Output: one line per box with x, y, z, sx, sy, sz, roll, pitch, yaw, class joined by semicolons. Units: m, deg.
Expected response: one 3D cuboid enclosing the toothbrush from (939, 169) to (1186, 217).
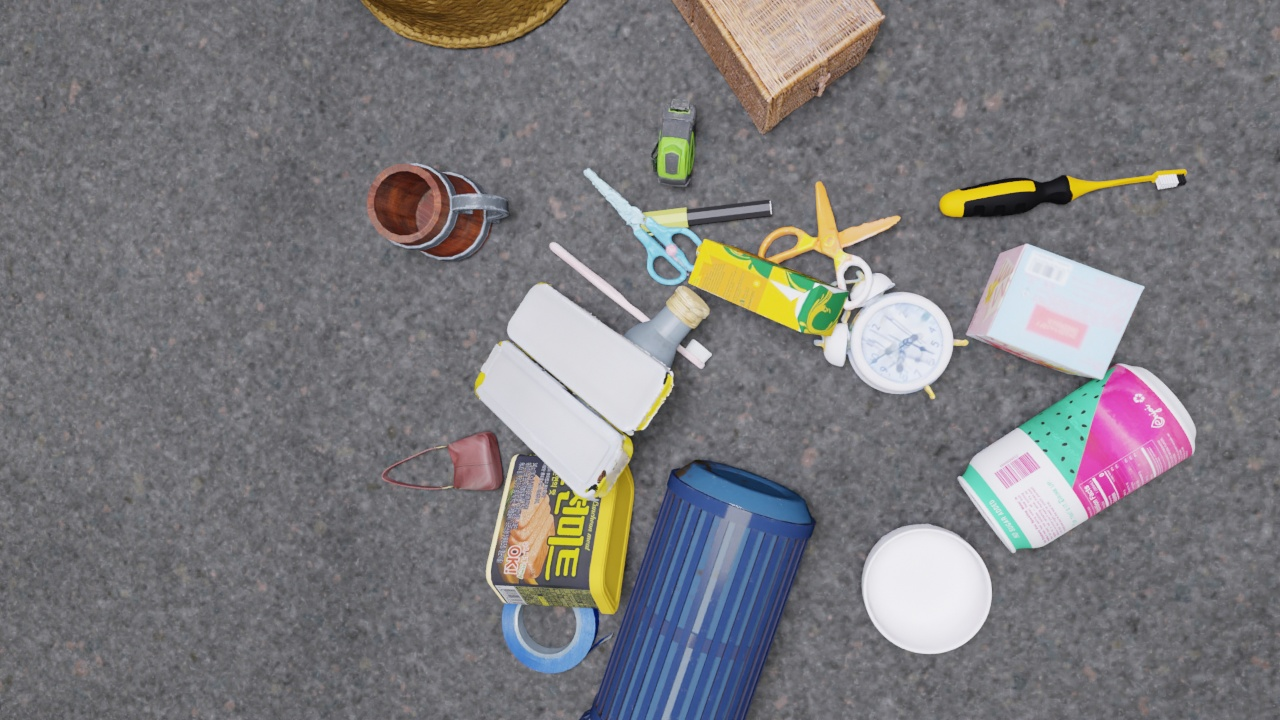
0.350;-0.142;0.763;0.197;0.031;0.030;-7;66;6;toothbrush

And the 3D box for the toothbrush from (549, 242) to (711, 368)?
-0.011;-0.054;0.836;0.181;0.015;0.018;38;91;6;toothbrush

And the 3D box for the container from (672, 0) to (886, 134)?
0.098;-0.303;0.756;0.113;0.113;0.198;-33;88;5;container

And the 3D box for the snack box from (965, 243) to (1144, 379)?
0.327;-0.038;0.736;0.093;0.094;0.079;22;96;8;snack box

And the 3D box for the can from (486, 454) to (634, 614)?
-0.067;0.148;0.801;0.101;0.073;0.130;0;54;12;can

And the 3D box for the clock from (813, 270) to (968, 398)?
0.207;-0.022;0.782;0.125;0.052;0.089;30;97;11;clock

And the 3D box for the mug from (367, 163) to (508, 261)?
-0.169;-0.132;0.811;0.117;0.111;0.081;0;92;10;mug

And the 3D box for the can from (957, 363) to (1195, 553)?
0.349;0.080;0.741;0.166;0.088;0.088;-36;86;9;can

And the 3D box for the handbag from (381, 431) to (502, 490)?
-0.191;0.103;0.871;0.120;0.029;0.055;-10;88;16;handbag

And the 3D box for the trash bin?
0.051;0.218;0.776;0.139;0.139;0.249;19;94;9;trash bin

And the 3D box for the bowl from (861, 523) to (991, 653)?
0.240;0.190;0.783;0.105;0.054;0.105;0;91;8;bowl

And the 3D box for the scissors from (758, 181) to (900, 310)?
0.162;-0.098;0.786;0.125;0.011;0.128;-19;67;22;scissors

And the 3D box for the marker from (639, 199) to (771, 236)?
0.055;-0.127;0.819;0.124;0.017;0.021;-5;92;10;marker

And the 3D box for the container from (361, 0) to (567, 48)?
-0.179;-0.440;0.759;0.307;0.196;0.307;1;93;12;container

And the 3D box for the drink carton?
0.104;-0.063;0.770;0.122;0.058;0.041;28;104;33;drink carton

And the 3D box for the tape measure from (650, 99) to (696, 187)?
0.028;-0.183;0.798;0.036;0.066;0.058;8;70;6;tape measure

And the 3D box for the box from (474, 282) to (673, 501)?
-0.064;0.019;0.786;0.209;0.023;0.127;36;99;45;box

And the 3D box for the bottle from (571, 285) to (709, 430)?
-0.005;0.005;0.798;0.046;0.072;0.161;39;106;-12;bottle

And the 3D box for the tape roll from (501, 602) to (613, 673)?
-0.084;0.244;0.860;0.091;0.016;0.093;-35;86;10;tape roll

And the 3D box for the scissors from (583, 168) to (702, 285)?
0.000;-0.121;0.814;0.137;0.015;0.057;44;114;-10;scissors
